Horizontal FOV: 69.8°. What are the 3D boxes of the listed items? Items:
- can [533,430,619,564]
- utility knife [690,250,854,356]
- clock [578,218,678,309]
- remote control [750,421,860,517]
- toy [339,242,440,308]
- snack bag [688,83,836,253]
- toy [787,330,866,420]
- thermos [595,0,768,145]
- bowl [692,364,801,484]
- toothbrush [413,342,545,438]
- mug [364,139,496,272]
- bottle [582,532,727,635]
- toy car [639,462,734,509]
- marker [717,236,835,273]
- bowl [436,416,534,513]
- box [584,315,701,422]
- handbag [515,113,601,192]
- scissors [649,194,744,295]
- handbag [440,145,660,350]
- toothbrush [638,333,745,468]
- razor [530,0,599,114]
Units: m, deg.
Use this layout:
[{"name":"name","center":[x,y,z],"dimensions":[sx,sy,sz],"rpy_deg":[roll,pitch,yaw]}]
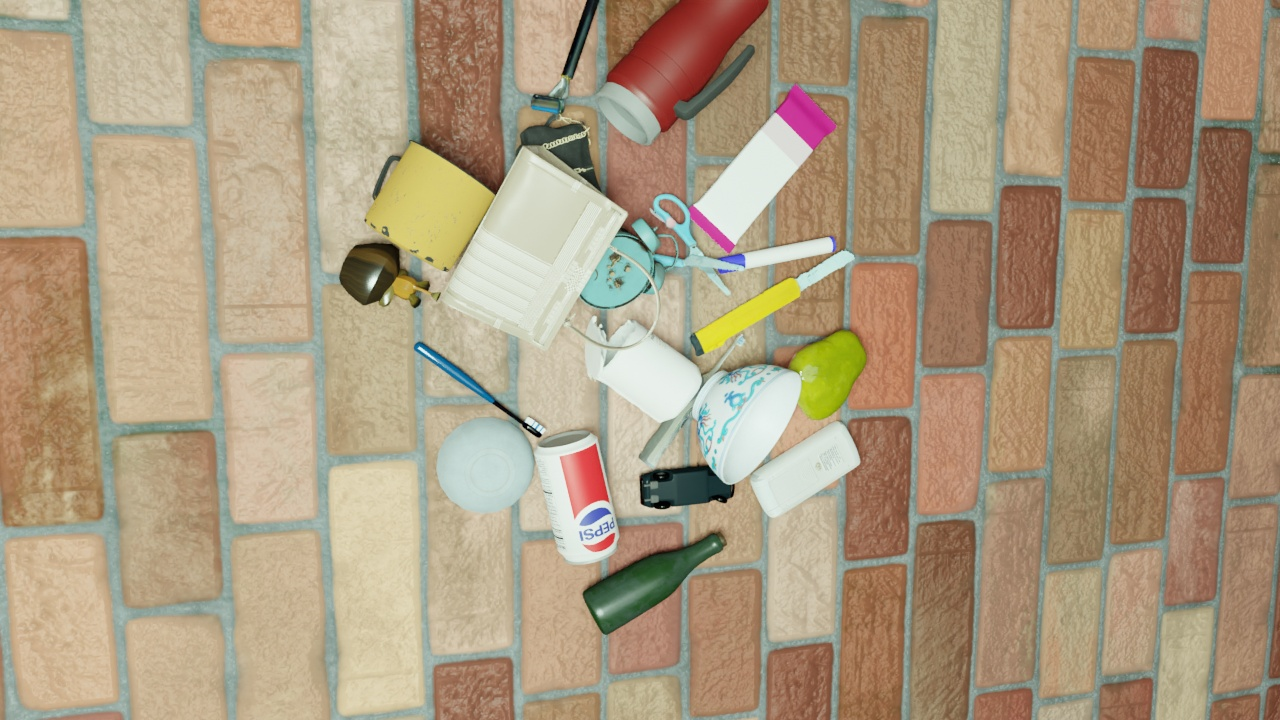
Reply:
[{"name":"can","center":[-0.068,0.148,0.997],"dimensions":[0.070,0.070,0.132],"rpy_deg":[-15,100,-14]},{"name":"utility knife","center":[0.154,-0.069,1.060],"dimensions":[0.223,0.019,0.030],"rpy_deg":[-29,109,-6]},{"name":"clock","center":[-0.020,-0.106,0.974],"dimensions":[0.124,0.053,0.090],"rpy_deg":[-16,129,-13]},{"name":"remote control","center":[0.197,0.130,1.093],"dimensions":[0.138,0.025,0.060],"rpy_deg":[-30,104,-12]},{"name":"toy","center":[-0.250,-0.081,0.924],"dimensions":[0.100,0.063,0.076],"rpy_deg":[24,53,-3]},{"name":"snack bag","center":[0.137,-0.216,1.037],"dimensions":[0.070,0.016,0.196],"rpy_deg":[41,85,-12]},{"name":"toy","center":[0.221,0.013,1.072],"dimensions":[0.110,0.051,0.090],"rpy_deg":[-37,107,-11]},{"name":"thermos","center":[0.053,-0.318,0.959],"dimensions":[0.108,0.084,0.198],"rpy_deg":[37,83,20]},{"name":"bowl","center":[0.106,0.057,1.021],"dimensions":[0.074,0.144,0.144],"rpy_deg":[34,86,26]},{"name":"toothbrush","center":[-0.171,0.032,0.983],"dimensions":[0.167,0.014,0.014],"rpy_deg":[38,75,-15]},{"name":"mug","center":[-0.218,-0.155,0.910],"dimensions":[0.124,0.100,0.094],"rpy_deg":[32,89,20]},{"name":"bottle","center":[0.021,0.245,1.043],"dimensions":[0.174,0.055,0.055],"rpy_deg":[-28,103,-12]},{"name":"toy car","center":[0.053,0.144,1.049],"dimensions":[0.112,0.034,0.046],"rpy_deg":[-4,97,-14]},{"name":"marker","center":[0.157,-0.122,1.053],"dimensions":[0.141,0.020,0.020],"rpy_deg":[-12,100,-14]},{"name":"bowl","center":[-0.163,0.116,0.983],"dimensions":[0.106,0.039,0.106],"rpy_deg":[-2,97,-15]},{"name":"box","center":[-0.010,0.006,0.994],"dimensions":[0.143,0.080,0.089],"rpy_deg":[38,100,-15]},{"name":"handbag","center":[-0.080,-0.195,0.967],"dimensions":[0.079,0.054,0.128],"rpy_deg":[-17,98,-24]},{"name":"scissors","center":[0.044,-0.110,1.016],"dimensions":[0.111,0.015,0.140],"rpy_deg":[-41,91,-1]},{"name":"handbag","center":[-0.070,-0.085,0.914],"dimensions":[0.198,0.062,0.176],"rpy_deg":[33,108,2]},{"name":"toothbrush","center":[0.060,0.043,1.046],"dimensions":[0.024,0.022,0.185],"rpy_deg":[36,86,19]},{"name":"razor","center":[-0.070,-0.325,0.965],"dimensions":[0.022,0.043,0.144],"rpy_deg":[28,83,-60]}]
